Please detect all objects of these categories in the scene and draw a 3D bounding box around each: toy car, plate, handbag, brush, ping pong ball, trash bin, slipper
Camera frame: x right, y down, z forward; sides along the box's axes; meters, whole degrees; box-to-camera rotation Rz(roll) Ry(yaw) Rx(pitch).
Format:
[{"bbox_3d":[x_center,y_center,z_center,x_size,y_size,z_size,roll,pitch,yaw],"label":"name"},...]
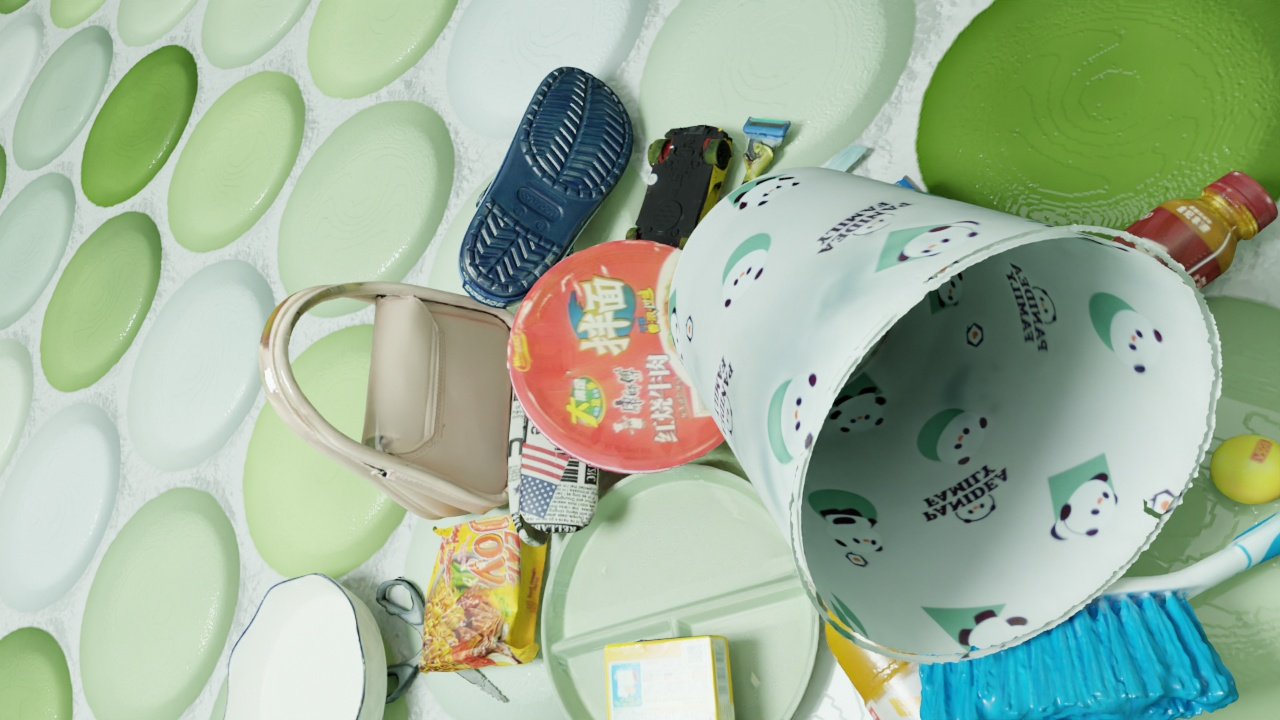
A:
[{"bbox_3d":[0.032,-0.135,0.794,0.071,0.041,0.155,8,75,33],"label":"toy car"},{"bbox_3d":[-0.299,0.297,0.821,0.205,0.045,0.204,-14,66,35],"label":"plate"},{"bbox_3d":[-0.202,0.020,0.760,0.094,0.234,0.193,-20,61,32],"label":"handbag"},{"bbox_3d":[0.026,0.191,0.686,0.231,0.027,0.229,-11,67,27],"label":"plate"},{"bbox_3d":[0.296,0.133,0.494,0.315,0.060,0.109,-16,45,14],"label":"brush"},{"bbox_3d":[0.352,0.063,0.529,0.040,0.040,0.040,-11,67,27],"label":"ping pong ball"},{"bbox_3d":[0.141,0.002,0.536,0.230,0.229,0.252,-48,28,7],"label":"trash bin"},{"bbox_3d":[-0.088,-0.151,0.847,0.252,0.105,0.095,-67,12,-22],"label":"slipper"}]

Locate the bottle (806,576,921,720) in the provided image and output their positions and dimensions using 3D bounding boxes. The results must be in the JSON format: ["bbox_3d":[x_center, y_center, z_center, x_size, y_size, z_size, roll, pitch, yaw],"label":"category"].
[{"bbox_3d":[0.172,0.202,0.568,0.068,0.068,0.189,-42,57,11],"label":"bottle"}]

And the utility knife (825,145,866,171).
[{"bbox_3d":[0.099,-0.098,0.758,0.222,0.013,0.029,-43,54,14],"label":"utility knife"}]

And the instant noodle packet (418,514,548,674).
[{"bbox_3d":[-0.132,0.190,0.765,0.111,0.044,0.128,-13,57,22],"label":"instant noodle packet"}]

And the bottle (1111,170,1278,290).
[{"bbox_3d":[0.311,-0.050,0.584,0.175,0.057,0.057,-38,57,13],"label":"bottle"}]

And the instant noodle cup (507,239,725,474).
[{"bbox_3d":[-0.004,0.004,0.717,0.194,0.066,0.193,1,65,-2],"label":"instant noodle cup"}]

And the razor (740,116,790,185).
[{"bbox_3d":[0.086,-0.139,0.774,0.043,0.022,0.142,16,79,40],"label":"razor"}]

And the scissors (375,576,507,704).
[{"bbox_3d":[-0.180,0.248,0.800,0.181,0.014,0.159,-37,60,12],"label":"scissors"}]

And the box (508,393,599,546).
[{"bbox_3d":[-0.066,0.068,0.755,0.088,0.076,0.162,-10,60,24],"label":"box"}]

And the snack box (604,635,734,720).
[{"bbox_3d":[0.021,0.263,0.627,0.087,0.033,0.140,-15,65,27],"label":"snack box"}]

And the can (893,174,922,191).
[{"bbox_3d":[0.160,-0.076,0.688,0.135,0.053,0.053,-38,57,14],"label":"can"}]
